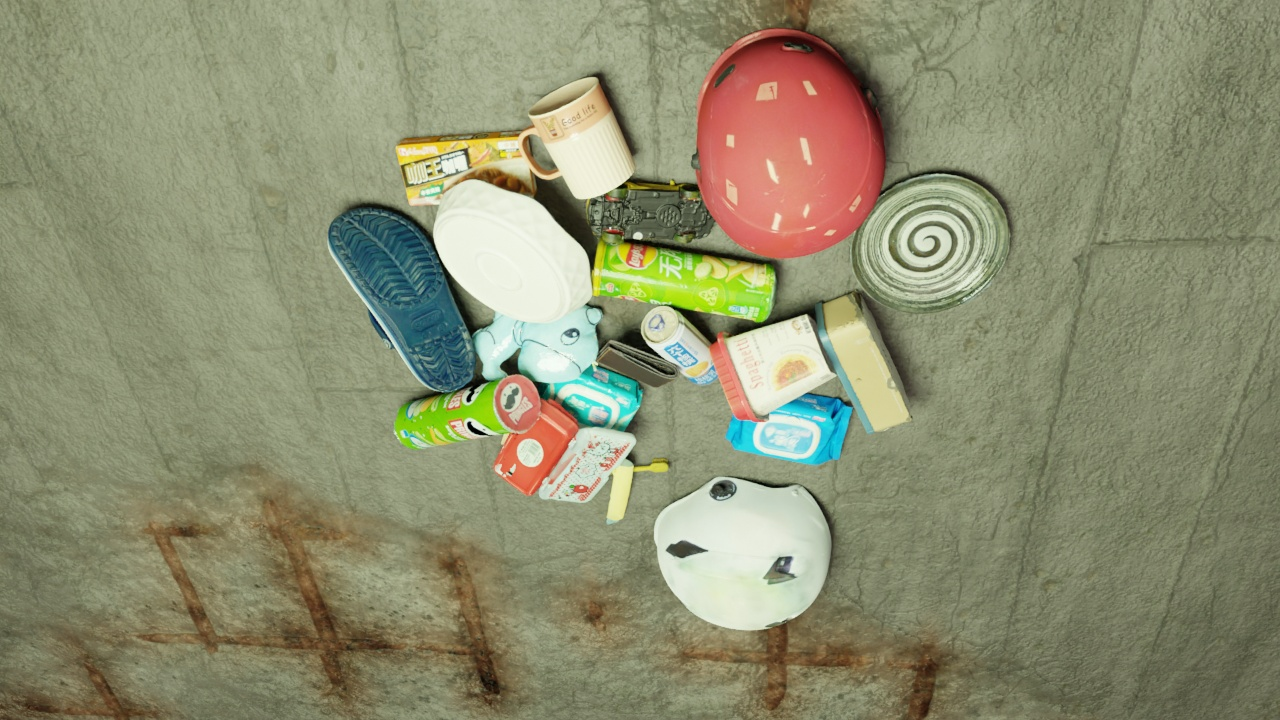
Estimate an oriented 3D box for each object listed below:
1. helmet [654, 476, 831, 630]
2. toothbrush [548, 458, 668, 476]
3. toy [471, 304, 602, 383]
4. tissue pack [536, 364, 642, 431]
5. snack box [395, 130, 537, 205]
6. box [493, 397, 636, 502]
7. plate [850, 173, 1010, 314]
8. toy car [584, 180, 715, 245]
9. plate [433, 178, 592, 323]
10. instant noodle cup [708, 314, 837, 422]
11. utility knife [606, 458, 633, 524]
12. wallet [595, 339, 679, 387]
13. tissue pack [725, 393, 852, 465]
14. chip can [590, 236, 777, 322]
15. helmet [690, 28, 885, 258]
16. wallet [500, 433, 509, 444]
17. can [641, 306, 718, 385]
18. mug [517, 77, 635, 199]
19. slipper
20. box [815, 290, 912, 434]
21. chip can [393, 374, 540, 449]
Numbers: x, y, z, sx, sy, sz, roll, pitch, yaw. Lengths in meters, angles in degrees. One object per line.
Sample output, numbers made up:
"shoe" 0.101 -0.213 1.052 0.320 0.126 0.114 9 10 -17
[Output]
"helmet" 0.142 0.295 1.304 0.259 0.145 0.229 -1 123 7
"toothbrush" -0.053 0.156 1.312 0.190 0.016 0.016 -6 124 12
"toy" -0.125 -0.021 1.163 0.156 0.050 0.161 40 90 10
"tissue pack" -0.073 0.052 1.223 0.133 0.050 0.093 21 125 -7
"snack box" -0.201 -0.223 1.068 0.154 0.026 0.075 -2 123 8
"box" -0.108 0.131 1.237 0.161 0.058 0.202 24 141 -9
"plate" 0.335 -0.135 1.069 0.179 0.024 0.180 4 123 5
"toy car" 0.013 -0.172 1.066 0.155 0.041 0.071 0 122 -9
"plate" -0.155 -0.117 1.070 0.205 0.045 0.205 21 148 14
"instant noodle cup" 0.164 0.006 1.114 0.124 0.116 0.116 -23 79 16
"utility knife" -0.032 0.191 1.319 0.031 0.018 0.167 8 131 -3
"wallet" -0.007 0.007 1.159 0.096 0.122 0.020 25 79 -6
"tissue pack" 0.197 0.087 1.215 0.157 0.052 0.095 10 124 0
"chip can" 0.052 -0.096 1.097 0.221 0.072 0.073 9 124 0
"helmet" 0.156 -0.214 0.960 0.207 0.143 0.240 -17 116 11
"wallet" -0.130 0.103 1.282 0.115 0.024 0.087 20 129 -5
"can" 0.053 -0.017 1.126 0.053 0.053 0.134 -23 148 20
"mug" -0.076 -0.238 1.012 0.115 0.081 0.106 -17 122 20
"slipper" -0.291 -0.076 1.143 0.253 0.104 0.095 59 154 -13
"box" 0.272 -0.002 1.127 0.062 0.089 0.184 -24 115 20
"chip can" -0.228 0.071 1.186 0.237 0.072 0.072 -13 125 44
